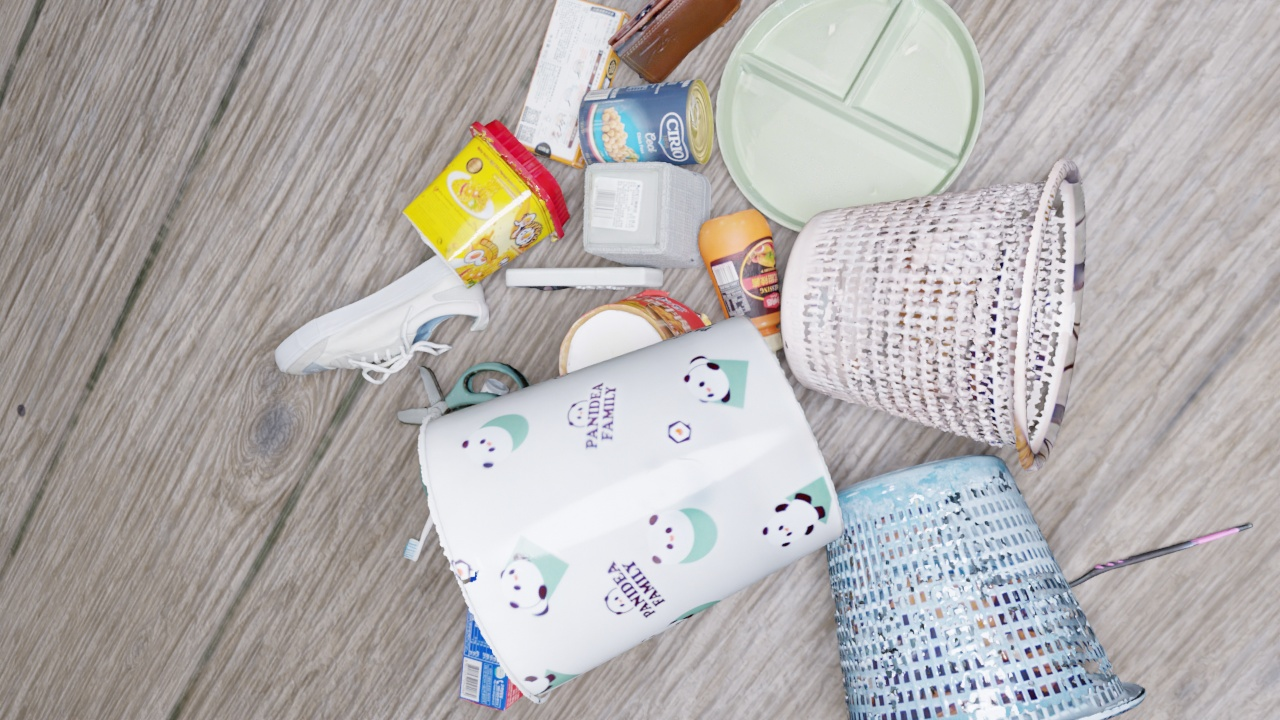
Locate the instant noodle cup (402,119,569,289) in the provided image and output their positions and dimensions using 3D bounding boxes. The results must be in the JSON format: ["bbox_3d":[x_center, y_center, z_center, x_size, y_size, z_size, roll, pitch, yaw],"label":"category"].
[{"bbox_3d":[-0.148,-0.143,0.873,0.123,0.116,0.116,-41,77,-7],"label":"instant noodle cup"}]

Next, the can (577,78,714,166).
[{"bbox_3d":[0.004,-0.216,0.848,0.111,0.075,0.075,1,93,21],"label":"can"}]

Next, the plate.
[{"bbox_3d":[0.180,-0.222,0.807,0.230,0.027,0.230,1,92,21],"label":"plate"}]

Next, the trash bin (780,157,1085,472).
[{"bbox_3d":[0.225,-0.040,0.715,0.192,0.227,0.227,7,95,33],"label":"trash bin"}]

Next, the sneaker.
[{"bbox_3d":[-0.265,-0.024,0.958,0.242,0.089,0.090,-25,88,14],"label":"sneaker"}]

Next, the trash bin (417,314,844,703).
[{"bbox_3d":[-0.002,0.097,0.691,0.252,0.229,0.229,-24,84,0],"label":"trash bin"}]

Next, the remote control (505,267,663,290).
[{"bbox_3d":[-0.055,-0.079,0.886,0.150,0.058,0.021,1,93,21],"label":"remote control"}]

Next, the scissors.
[{"bbox_3d":[-0.174,0.079,0.929,0.175,0.019,0.170,-13,84,25],"label":"scissors"}]

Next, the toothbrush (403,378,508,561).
[{"bbox_3d":[-0.197,0.120,0.966,0.026,0.026,0.221,26,103,-8],"label":"toothbrush"}]

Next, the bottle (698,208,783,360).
[{"bbox_3d":[0.098,-0.059,0.830,0.067,0.066,0.149,-13,95,21],"label":"bottle"}]

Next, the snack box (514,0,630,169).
[{"bbox_3d":[-0.068,-0.273,0.899,0.075,0.026,0.154,23,100,19],"label":"snack box"}]

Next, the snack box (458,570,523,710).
[{"bbox_3d":[-0.140,0.243,0.932,0.057,0.058,0.207,8,95,20],"label":"snack box"}]

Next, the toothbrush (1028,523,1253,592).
[{"bbox_3d":[0.397,0.163,0.750,0.189,0.014,0.017,-25,74,20],"label":"toothbrush"}]

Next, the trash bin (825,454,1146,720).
[{"bbox_3d":[0.239,0.184,0.717,0.227,0.226,0.195,-19,72,20],"label":"trash bin"}]

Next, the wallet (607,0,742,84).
[{"bbox_3d":[0.035,-0.305,0.819,0.125,0.101,0.032,-39,81,17],"label":"wallet"}]

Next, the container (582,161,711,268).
[{"bbox_3d":[0.005,-0.132,0.831,0.090,0.114,0.090,3,94,20],"label":"container"}]

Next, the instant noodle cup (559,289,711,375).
[{"bbox_3d":[-0.005,0.005,0.844,0.138,0.108,0.138,1,93,21],"label":"instant noodle cup"}]
